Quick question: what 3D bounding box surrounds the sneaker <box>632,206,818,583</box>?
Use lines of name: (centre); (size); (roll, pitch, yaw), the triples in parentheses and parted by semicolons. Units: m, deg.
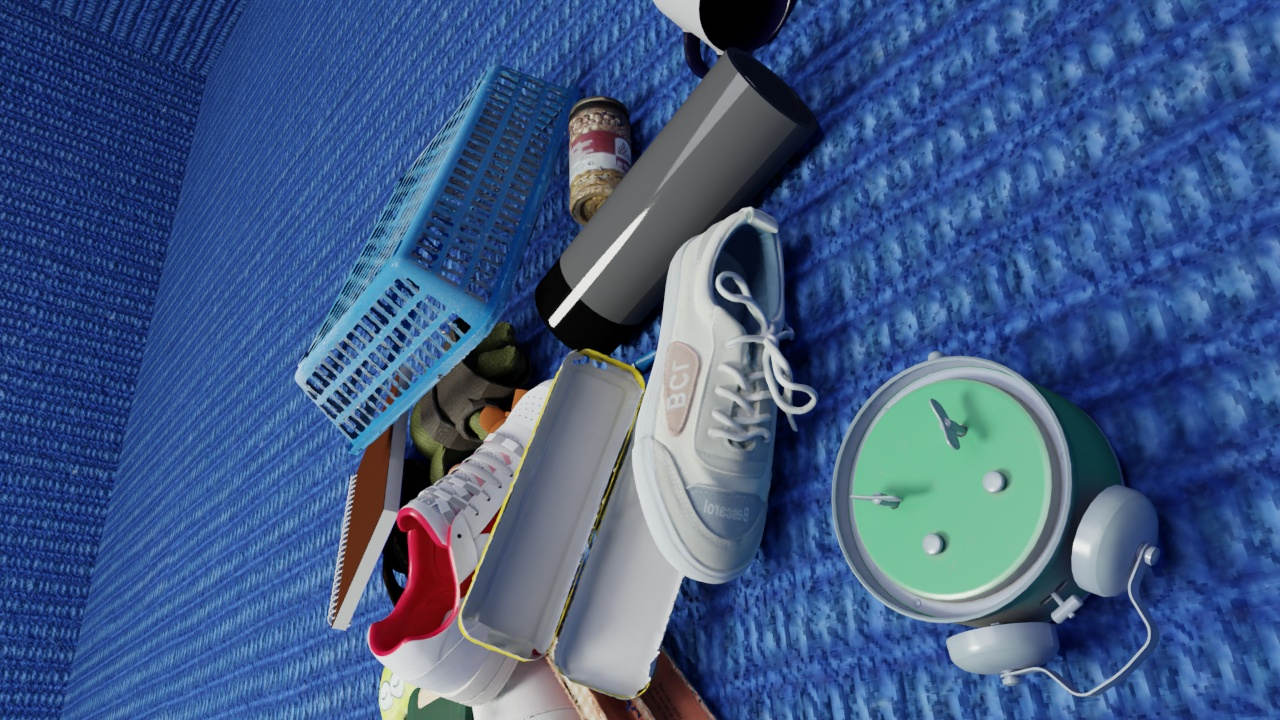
sneaker: (0.054, 0.013, 0.570); (0.091, 0.089, 0.241); (140, 140, -57)

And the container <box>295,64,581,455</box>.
container: (-0.193, -0.116, 0.867); (0.258, 0.089, 0.361); (-37, 29, 38)

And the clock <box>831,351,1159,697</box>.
clock: (0.161, 0.075, 0.419); (0.122, 0.075, 0.161); (-54, 40, 22)

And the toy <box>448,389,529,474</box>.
toy: (-0.109, 0.089, 0.766); (0.065, 0.095, 0.127); (125, 156, -78)

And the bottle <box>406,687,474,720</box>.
bottle: (-0.151, 0.292, 0.743); (0.132, 0.061, 0.061); (-29, 55, 43)

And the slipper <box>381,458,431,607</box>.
slipper: (-0.209, 0.171, 0.861); (0.268, 0.075, 0.113); (35, 103, 53)

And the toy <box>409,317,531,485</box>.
toy: (-0.161, 0.032, 0.860); (0.153, 0.078, 0.179); (-54, 37, 29)

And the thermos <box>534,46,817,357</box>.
thermos: (0.018, -0.109, 0.683); (0.241, 0.082, 0.082); (-47, 42, 30)

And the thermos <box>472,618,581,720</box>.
thermos: (-0.083, 0.230, 0.656); (0.099, 0.099, 0.220); (-57, 35, 19)

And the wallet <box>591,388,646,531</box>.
wallet: (-0.034, 0.079, 0.695); (0.132, 0.054, 0.100); (-20, 67, 44)

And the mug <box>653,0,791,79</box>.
mug: (0.058, -0.278, 0.723); (0.097, 0.078, 0.112); (-125, 33, -48)

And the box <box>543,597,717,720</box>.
box: (-0.005, 0.211, 0.583); (0.187, 0.082, 0.042); (42, 120, 50)

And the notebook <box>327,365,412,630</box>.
notebook: (-0.264, 0.133, 0.904); (0.172, 0.022, 0.208); (-60, 24, 29)

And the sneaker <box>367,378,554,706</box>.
sneaker: (-0.107, 0.104, 0.623); (0.090, 0.104, 0.236); (9, 68, 49)

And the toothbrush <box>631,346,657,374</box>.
toothbrush: (-0.004, 0.004, 0.717); (0.190, 0.017, 0.016); (-39, 54, 36)

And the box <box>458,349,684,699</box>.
box: (-0.024, 0.098, 0.594); (0.036, 0.129, 0.209); (101, -171, -66)

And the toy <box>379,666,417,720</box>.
toy: (-0.211, 0.278, 0.844); (0.092, 0.046, 0.115); (-53, 31, 27)

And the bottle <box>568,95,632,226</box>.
bottle: (-0.035, -0.173, 0.804); (0.056, 0.056, 0.105); (-31, 51, 42)
